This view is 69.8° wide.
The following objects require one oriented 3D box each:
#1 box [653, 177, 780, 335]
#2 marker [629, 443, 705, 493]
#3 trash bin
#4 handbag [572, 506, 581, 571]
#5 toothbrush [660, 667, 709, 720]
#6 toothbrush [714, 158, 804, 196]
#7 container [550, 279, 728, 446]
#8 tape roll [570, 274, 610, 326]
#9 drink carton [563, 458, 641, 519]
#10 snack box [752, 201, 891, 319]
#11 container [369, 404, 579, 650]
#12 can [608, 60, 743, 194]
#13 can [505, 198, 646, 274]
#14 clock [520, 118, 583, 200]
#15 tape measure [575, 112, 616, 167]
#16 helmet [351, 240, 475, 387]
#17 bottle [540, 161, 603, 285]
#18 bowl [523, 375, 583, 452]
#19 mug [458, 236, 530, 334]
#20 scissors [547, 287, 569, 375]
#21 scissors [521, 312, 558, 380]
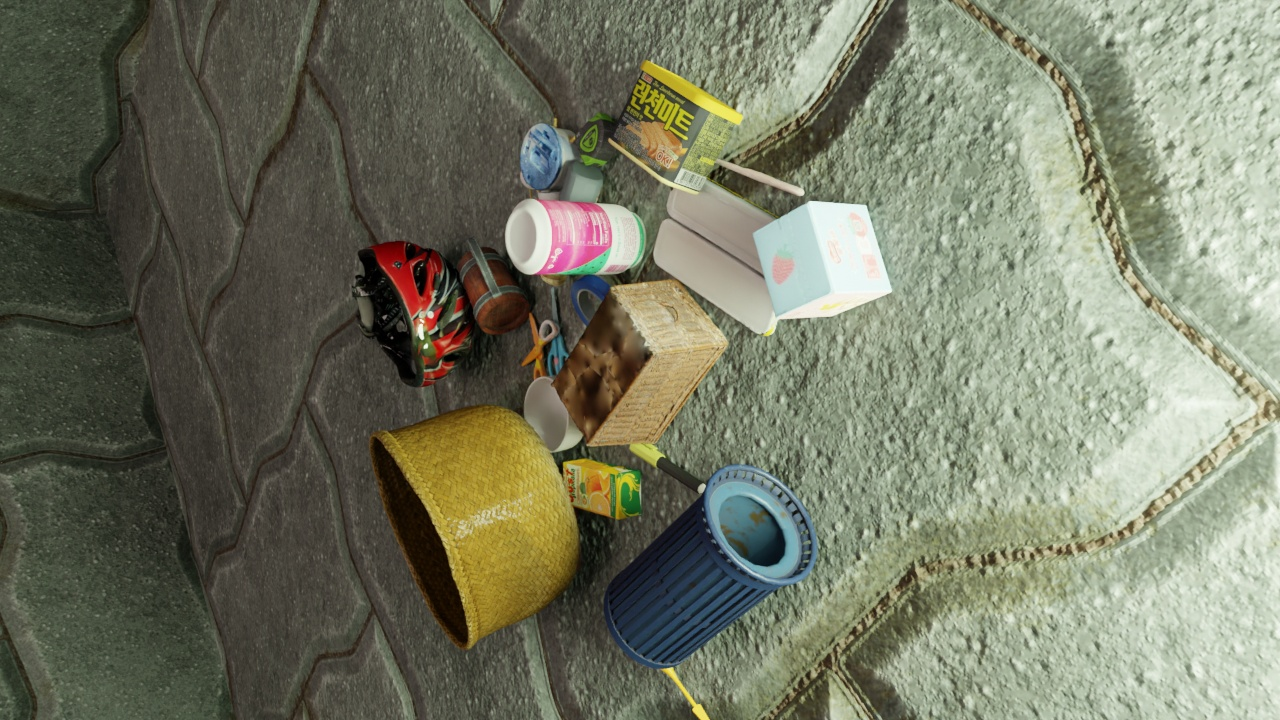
[{"bbox_3d":[0.094,-0.126,1.044,0.209,0.023,0.127,39,119,38],"label":"box"},{"bbox_3d":[0.033,0.130,1.139,0.124,0.017,0.021,29,115,42],"label":"marker"},{"bbox_3d":[0.066,0.240,1.026,0.250,0.139,0.139,-51,57,40],"label":"trash bin"},{"bbox_3d":[-0.102,0.241,1.299,0.055,0.029,0.119,-8,93,50],"label":"handbag"},{"bbox_3d":[0.025,0.379,1.165,0.196,0.031,0.031,48,158,30],"label":"toothbrush"},{"bbox_3d":[0.115,-0.214,1.017,0.181,0.015,0.018,34,112,42],"label":"toothbrush"},{"bbox_3d":[-0.007,0.006,1.101,0.113,0.112,0.199,56,132,28],"label":"container"},{"bbox_3d":[-0.054,-0.068,1.184,0.091,0.016,0.093,25,143,42],"label":"tape roll"},{"bbox_3d":[-0.054,0.169,1.224,0.123,0.041,0.058,5,97,49],"label":"drink carton"},{"bbox_3d":[0.177,-0.096,0.898,0.080,0.094,0.093,-24,76,47],"label":"snack box"},{"bbox_3d":[-0.224,0.209,1.263,0.307,0.196,0.308,39,140,42],"label":"container"},{"bbox_3d":[0.036,-0.263,1.041,0.131,0.072,0.101,45,115,39],"label":"can"},{"bbox_3d":[-0.078,-0.150,1.125,0.088,0.165,0.088,6,98,48],"label":"can"},{"bbox_3d":[-0.126,-0.263,1.254,0.089,0.051,0.126,48,127,33],"label":"clock"},{"bbox_3d":[-0.052,-0.282,1.183,0.066,0.035,0.058,-31,61,49],"label":"tape measure"},{"bbox_3d":[-0.347,-0.076,1.426,0.272,0.166,0.218,45,145,49],"label":"helmet"},{"bbox_3d":[-0.094,-0.177,1.219,0.072,0.046,0.161,-96,24,-61],"label":"bottle"},{"bbox_3d":[-0.111,0.073,1.269,0.105,0.054,0.105,4,96,47],"label":"bowl"},{"bbox_3d":[-0.221,-0.115,1.340,0.111,0.081,0.117,60,169,30],"label":"mug"},{"bbox_3d":[-0.119,-0.036,1.297,0.057,0.015,0.137,-6,93,51],"label":"scissors"},{"bbox_3d":[-0.145,-0.014,1.321,0.129,0.011,0.125,-41,59,50],"label":"scissors"}]
